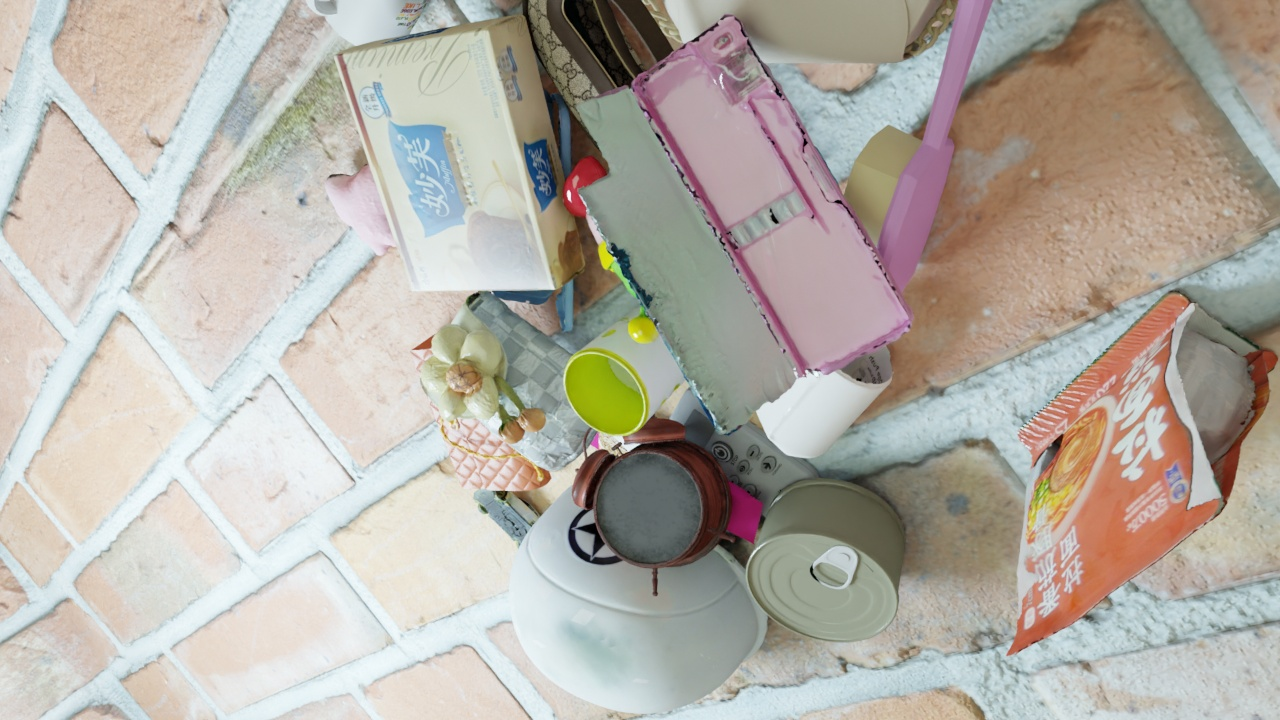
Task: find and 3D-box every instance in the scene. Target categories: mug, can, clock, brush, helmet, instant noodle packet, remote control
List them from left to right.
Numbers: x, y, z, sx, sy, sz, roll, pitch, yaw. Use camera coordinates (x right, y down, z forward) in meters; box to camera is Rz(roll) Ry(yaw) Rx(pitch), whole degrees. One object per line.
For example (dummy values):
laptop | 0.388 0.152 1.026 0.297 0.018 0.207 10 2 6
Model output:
mug | -0.223 -0.311 0.753 0.090 0.105 0.073 -40 79 42
helmet | -0.018 0.259 0.926 0.264 0.163 0.237 22 128 21
mug | -0.005 0.005 0.798 0.083 0.105 0.083 17 126 25
clock | 0.008 0.116 0.818 0.121 0.072 0.157 -38 77 12
remote control | 0.091 0.091 0.844 0.151 0.019 0.074 35 131 11
can | 0.163 0.173 0.797 0.128 0.073 0.128 12 128 16
brush | 0.174 -0.136 0.599 0.043 0.089 0.229 27 132 24
instant noodle packet | 0.299 0.077 0.564 0.084 0.220 0.165 37 131 7

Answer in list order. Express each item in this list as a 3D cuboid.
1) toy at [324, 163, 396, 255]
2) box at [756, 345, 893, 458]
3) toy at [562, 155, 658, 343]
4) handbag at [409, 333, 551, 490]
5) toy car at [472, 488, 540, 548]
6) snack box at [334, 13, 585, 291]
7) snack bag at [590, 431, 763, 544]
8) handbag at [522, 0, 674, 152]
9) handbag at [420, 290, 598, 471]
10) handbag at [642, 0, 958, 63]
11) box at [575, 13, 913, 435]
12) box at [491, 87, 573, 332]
toy | -0.264 -0.154 0.911 0.103 0.050 0.093 -16 104 36
box | 0.122 0.012 0.703 0.137 0.143 0.083 -55 39 39
toy | -0.001 -0.087 0.732 0.097 0.124 0.131 -46 71 13
handbag | -0.167 0.058 0.974 0.109 0.060 0.172 -2 116 30
toy car | -0.141 0.176 1.042 0.105 0.032 0.048 45 136 -8
snack box | -0.143 -0.158 0.742 0.153 0.055 0.207 2 119 27
snack bag | 0.029 0.108 0.883 0.196 0.016 0.070 29 142 22
handbag | -0.022 -0.226 0.663 0.166 0.063 0.138 58 161 -8
handbag | -0.115 0.028 0.846 0.171 0.123 0.113 35 110 -1
handbag | 0.095 -0.287 0.557 0.211 0.103 0.209 11 127 30
box | 0.056 -0.084 0.589 0.230 0.158 0.066 59 175 -2
box | -0.088 -0.134 0.811 0.120 0.049 0.210 28 131 34
